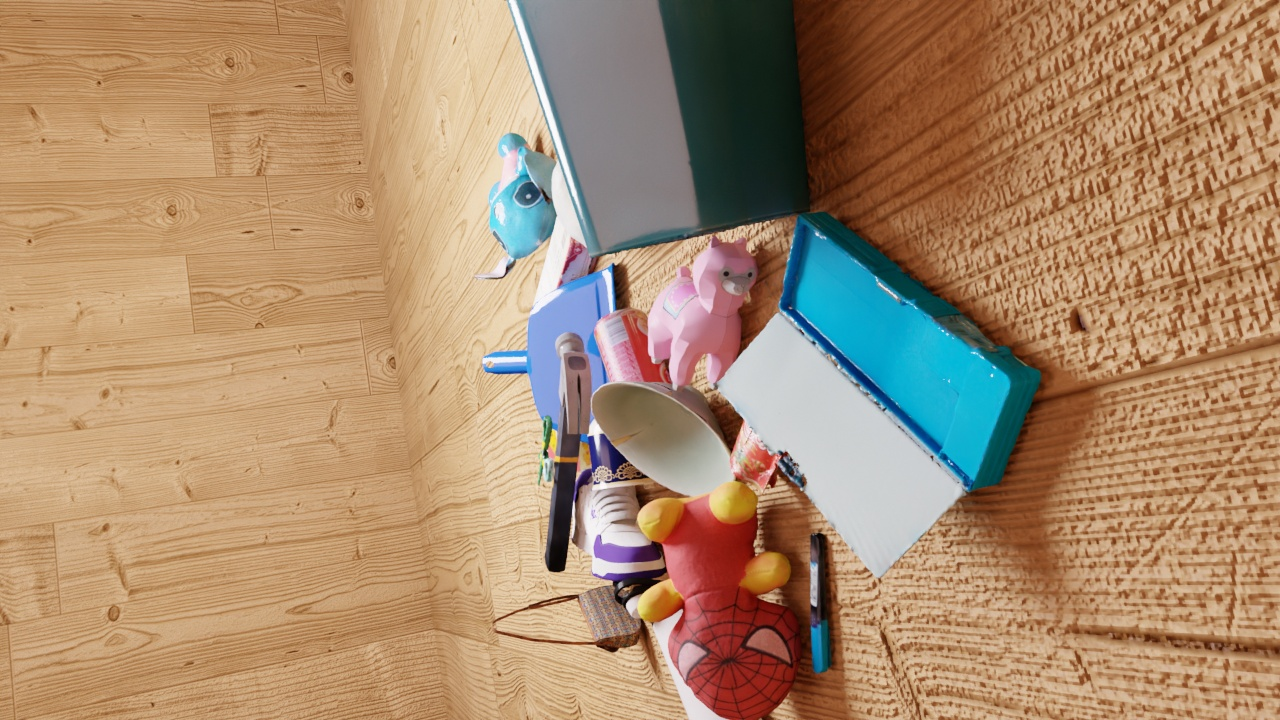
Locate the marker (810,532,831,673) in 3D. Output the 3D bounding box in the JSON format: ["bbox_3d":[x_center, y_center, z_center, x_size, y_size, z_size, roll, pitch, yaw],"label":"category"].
[{"bbox_3d":[0.156,0.210,0.796,0.018,0.015,0.123,-172,79,-70],"label":"marker"}]

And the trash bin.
[{"bbox_3d":[0.027,-0.207,0.734,0.197,0.198,0.218,-7,98,38],"label":"trash bin"}]

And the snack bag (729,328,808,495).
[{"bbox_3d":[0.121,0.040,0.810,0.087,0.044,0.155,-113,33,-52],"label":"snack bag"}]

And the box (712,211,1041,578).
[{"bbox_3d":[0.163,0.016,0.670,0.176,0.060,0.243,-65,35,23],"label":"box"}]

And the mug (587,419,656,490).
[{"bbox_3d":[-0.009,0.102,1.080,0.112,0.085,0.089,-12,81,31],"label":"mug"}]

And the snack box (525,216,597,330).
[{"bbox_3d":[-0.114,-0.099,1.303,0.274,0.044,0.076,115,147,-50],"label":"snack box"}]

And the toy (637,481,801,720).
[{"bbox_3d":[0.078,0.226,0.857,0.148,0.098,0.216,-17,83,26],"label":"toy"}]

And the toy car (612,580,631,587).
[{"bbox_3d":[-0.032,0.269,1.222,0.092,0.036,0.042,22,115,53],"label":"toy car"}]

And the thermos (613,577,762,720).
[{"bbox_3d":[0.054,0.329,0.958,0.069,0.101,0.229,-62,38,32],"label":"thermos"}]

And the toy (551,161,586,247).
[{"bbox_3d":[-0.054,-0.196,1.077,0.180,0.101,0.138,149,126,-83],"label":"toy"}]

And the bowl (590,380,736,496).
[{"bbox_3d":[0.036,0.062,0.952,0.174,0.067,0.174,27,148,18],"label":"bowl"}]

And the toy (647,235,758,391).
[{"bbox_3d":[0.060,-0.051,0.882,0.123,0.067,0.158,-126,42,-53],"label":"toy"}]

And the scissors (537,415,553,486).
[{"bbox_3d":[-0.121,0.132,1.165,0.132,0.012,0.108,104,162,-45],"label":"scissors"}]

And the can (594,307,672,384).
[{"bbox_3d":[-0.006,0.006,1.047,0.067,0.066,0.124,116,140,-52],"label":"can"}]

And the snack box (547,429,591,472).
[{"bbox_3d":[-0.101,0.078,1.320,0.145,0.040,0.142,-171,77,-65],"label":"snack box"}]

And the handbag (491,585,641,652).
[{"bbox_3d":[-0.097,0.344,1.191,0.093,0.195,0.043,-124,41,-52],"label":"handbag"}]

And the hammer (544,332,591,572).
[{"bbox_3d":[-0.095,0.133,1.150,0.139,0.035,0.313,-109,24,-58],"label":"hammer"}]

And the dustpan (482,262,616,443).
[{"bbox_3d":[-0.120,0.003,1.224,0.258,0.059,0.245,-2,95,32],"label":"dustpan"}]

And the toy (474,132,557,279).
[{"bbox_3d":[-0.185,-0.226,1.358,0.225,0.098,0.191,-60,35,34],"label":"toy"}]

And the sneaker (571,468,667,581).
[{"bbox_3d":[-0.030,0.194,1.138,0.244,0.091,0.111,-166,75,-70],"label":"sneaker"}]
